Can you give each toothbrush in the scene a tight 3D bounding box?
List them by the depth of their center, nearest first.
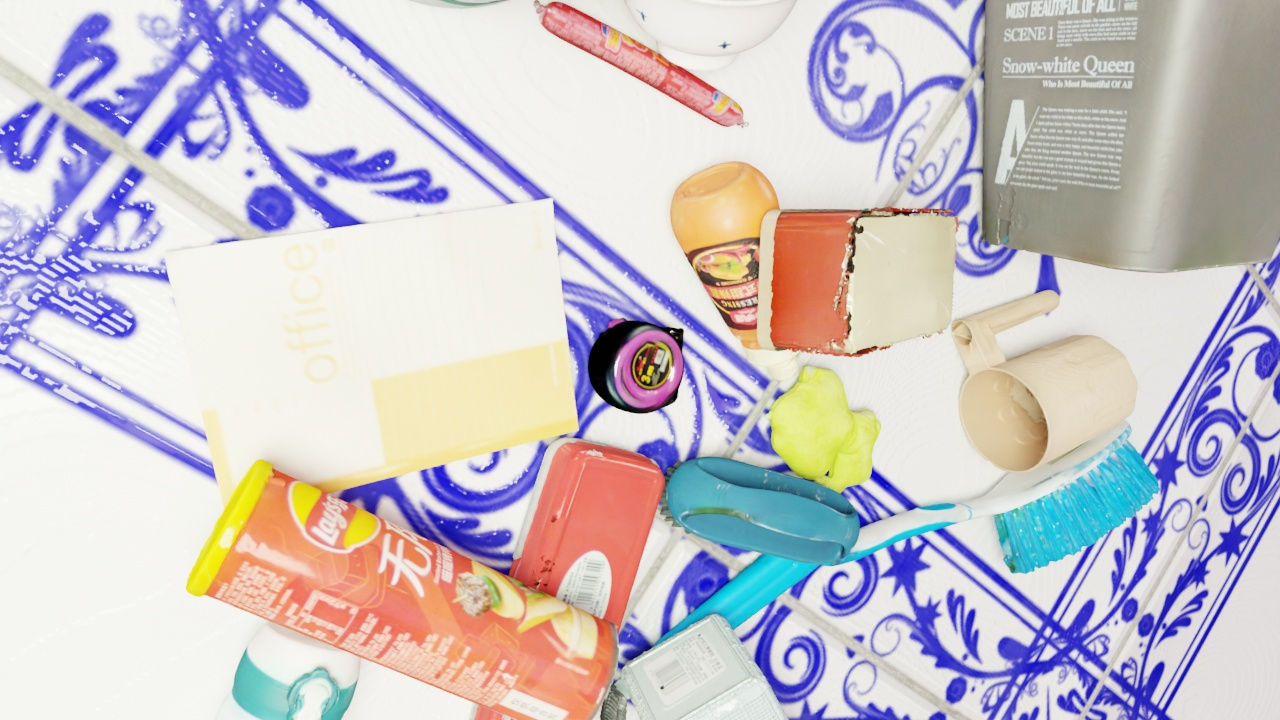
[{"bbox_3d":[-0.021,0.297,0.612,0.014,0.016,0.190,-22,120,-52],"label":"toothbrush"}]

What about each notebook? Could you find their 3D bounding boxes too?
[{"bbox_3d":[-0.137,-0.006,0.511,0.206,0.010,0.146,-12,106,-24],"label":"notebook"}]

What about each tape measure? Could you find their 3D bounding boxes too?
[{"bbox_3d":[-0.003,0.003,0.566,0.057,0.039,0.057,-2,100,-32],"label":"tape measure"}]

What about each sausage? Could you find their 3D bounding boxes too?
[{"bbox_3d":[0.005,-0.175,0.548,0.155,0.020,0.020,20,90,-29],"label":"sausage"}]

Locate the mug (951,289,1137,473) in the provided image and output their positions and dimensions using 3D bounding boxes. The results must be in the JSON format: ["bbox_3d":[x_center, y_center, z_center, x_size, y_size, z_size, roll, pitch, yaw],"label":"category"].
[{"bbox_3d":[0.306,0.012,0.709,0.103,0.084,0.124,-18,81,-25],"label":"mug"}]

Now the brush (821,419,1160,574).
[{"bbox_3d":[0.282,0.125,0.729,0.314,0.060,0.109,-26,105,-18],"label":"brush"}]

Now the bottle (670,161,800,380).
[{"bbox_3d":[0.070,-0.049,0.584,0.066,0.067,0.149,-35,120,-17],"label":"bottle"}]

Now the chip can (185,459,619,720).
[{"bbox_3d":[-0.117,0.129,0.481,0.216,0.073,0.073,30,85,-18],"label":"chip can"}]

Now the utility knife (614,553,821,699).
[{"bbox_3d":[0.056,0.176,0.640,0.185,0.018,0.034,-34,106,-15],"label":"utility knife"}]

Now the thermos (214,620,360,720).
[{"bbox_3d":[-0.211,0.248,0.486,0.073,0.073,0.224,21,90,-28],"label":"thermos"}]

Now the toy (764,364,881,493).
[{"bbox_3d":[0.130,0.053,0.647,0.100,0.031,0.097,7,98,-28],"label":"toy"}]

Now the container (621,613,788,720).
[{"bbox_3d":[0.050,0.238,0.596,0.090,0.090,0.111,-28,116,-8],"label":"container"}]

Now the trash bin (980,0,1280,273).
[{"bbox_3d":[0.345,-0.184,0.629,0.198,0.199,0.220,-6,109,-25],"label":"trash bin"}]

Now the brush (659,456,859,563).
[{"bbox_3d":[0.084,0.099,0.601,0.143,0.074,0.055,17,79,-19],"label":"brush"}]

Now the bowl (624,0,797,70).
[{"bbox_3d":[0.037,-0.207,0.524,0.118,0.118,0.065,-21,147,-22],"label":"bowl"}]

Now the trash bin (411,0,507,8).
[{"bbox_3d":[-0.050,-0.259,0.372,0.229,0.252,0.229,-5,101,-26],"label":"trash bin"}]

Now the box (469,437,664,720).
[{"bbox_3d":[-0.044,0.150,0.576,0.086,0.047,0.201,15,92,-29],"label":"box"}]

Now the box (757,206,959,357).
[{"bbox_3d":[0.148,-0.050,0.575,0.168,0.077,0.091,-12,106,-51],"label":"box"}]
